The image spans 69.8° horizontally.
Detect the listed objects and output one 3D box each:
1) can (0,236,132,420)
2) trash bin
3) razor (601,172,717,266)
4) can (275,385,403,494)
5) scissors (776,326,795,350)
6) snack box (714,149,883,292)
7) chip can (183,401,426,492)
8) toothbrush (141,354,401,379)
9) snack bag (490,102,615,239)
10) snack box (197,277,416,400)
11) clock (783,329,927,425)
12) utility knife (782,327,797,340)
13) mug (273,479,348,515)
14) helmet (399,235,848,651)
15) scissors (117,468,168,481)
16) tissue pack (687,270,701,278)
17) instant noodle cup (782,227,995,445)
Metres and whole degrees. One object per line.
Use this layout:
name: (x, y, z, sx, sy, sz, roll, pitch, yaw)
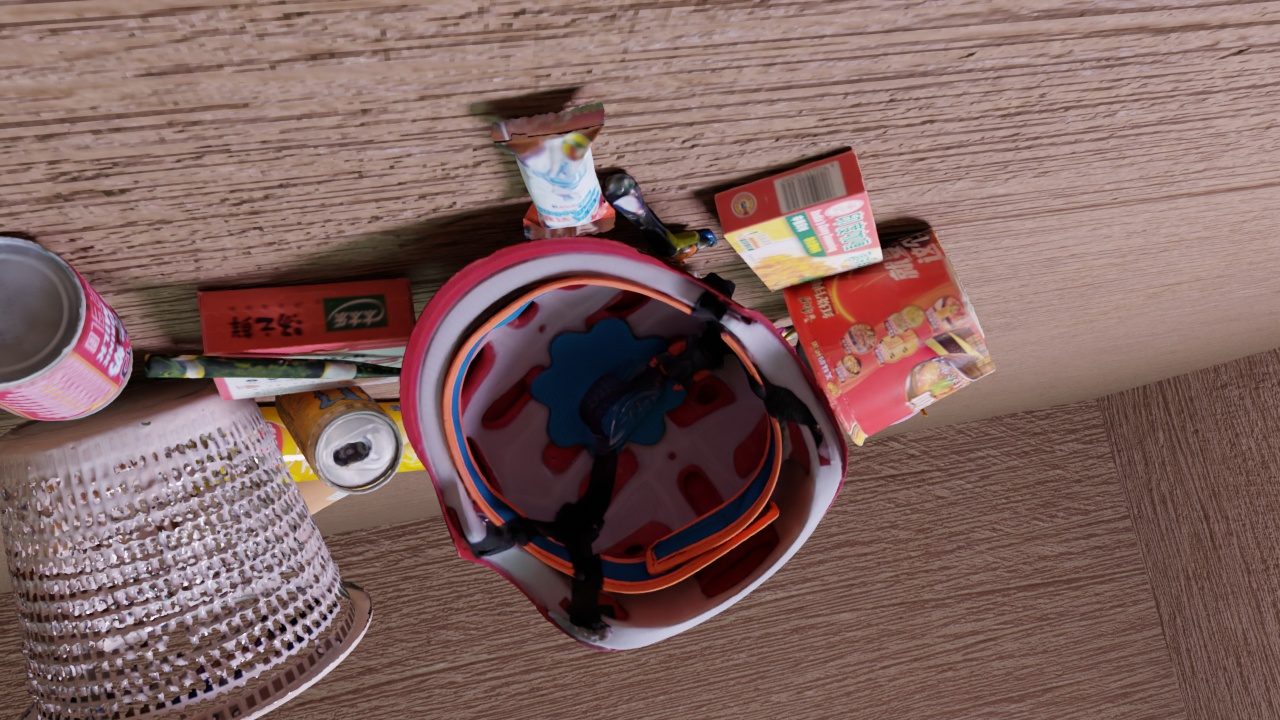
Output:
can: (-0.275, -0.010, 0.417, 0.066, 0.066, 0.094, -8, 169, -17)
trash bin: (-0.315, 0.119, 0.609, 0.227, 0.192, 0.227, -11, -168, 2)
razor: (0.009, -0.072, 0.499, 0.043, 0.022, 0.142, -15, 168, 14)
can: (-0.208, 0.042, 0.624, 0.058, 0.058, 0.146, -5, -166, -29)
scissors: (0.136, -0.009, 0.898, 0.135, 0.017, 0.133, -6, 163, -3)
snack box: (0.099, -0.077, 0.545, 0.077, 0.027, 0.155, -15, 168, 16)
chip can: (-0.286, 0.073, 0.821, 0.072, 0.072, 0.213, -21, 166, 42)
toothbrush: (-0.167, 0.004, 0.492, 0.017, 0.012, 0.185, -26, 162, 38)
snack bag: (-0.035, -0.079, 0.400, 0.048, 0.026, 0.104, -9, 168, -3)
snack box: (-0.191, -0.014, 0.536, 0.113, 0.044, 0.127, -6, 169, -21)
clock: (0.180, -0.002, 0.780, 0.159, 0.117, 0.060, 9, 146, 38)
utility knife: (0.065, 0.001, 0.931, 0.213, 0.022, 0.031, -22, 163, 21)
mug: (-0.336, 0.117, 0.999, 0.123, 0.078, 0.078, -22, 165, 30)
helmet: (-0.016, 0.031, 0.537, 0.207, 0.240, 0.144, -43, -169, 8)
scissors: (-0.456, 0.109, 0.981, 0.179, 0.019, 0.170, -9, 168, -5)
tissue pack: (-0.009, -0.017, 0.649, 0.140, 0.063, 0.090, -12, 166, 2)
instant noodle cup: (0.176, -0.024, 0.647, 0.109, 0.138, 0.137, -25, 165, 18)
